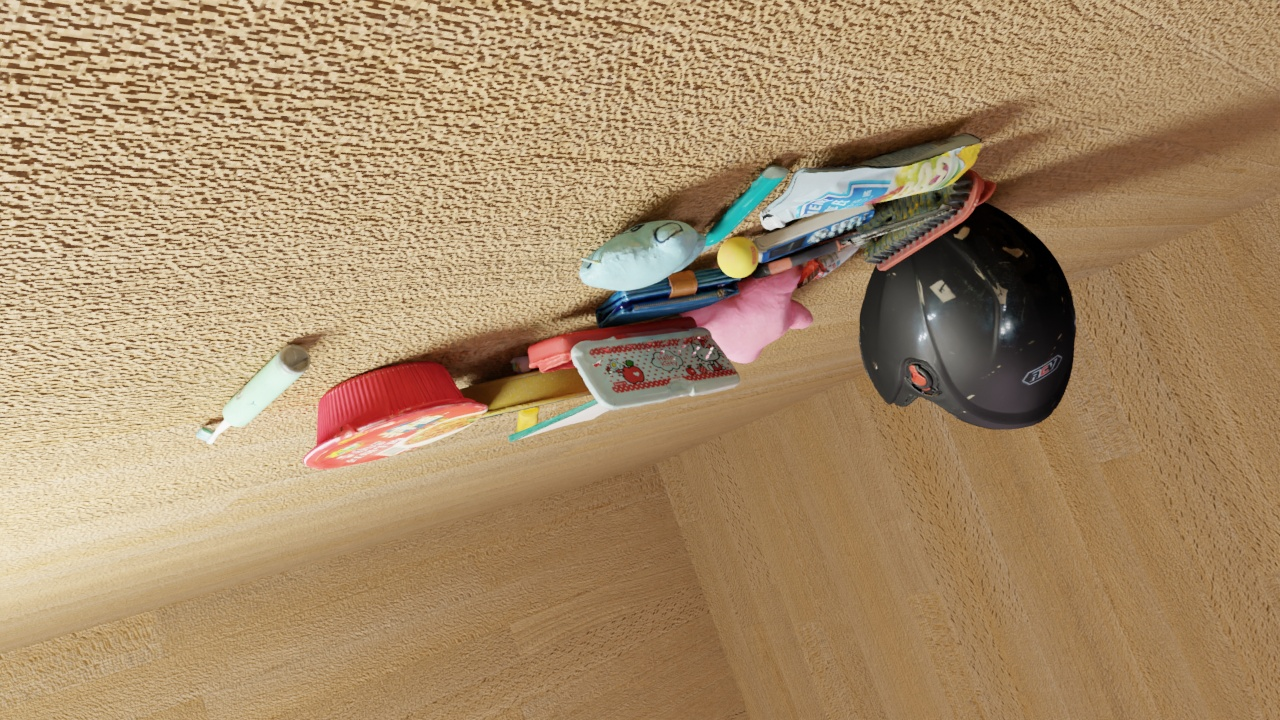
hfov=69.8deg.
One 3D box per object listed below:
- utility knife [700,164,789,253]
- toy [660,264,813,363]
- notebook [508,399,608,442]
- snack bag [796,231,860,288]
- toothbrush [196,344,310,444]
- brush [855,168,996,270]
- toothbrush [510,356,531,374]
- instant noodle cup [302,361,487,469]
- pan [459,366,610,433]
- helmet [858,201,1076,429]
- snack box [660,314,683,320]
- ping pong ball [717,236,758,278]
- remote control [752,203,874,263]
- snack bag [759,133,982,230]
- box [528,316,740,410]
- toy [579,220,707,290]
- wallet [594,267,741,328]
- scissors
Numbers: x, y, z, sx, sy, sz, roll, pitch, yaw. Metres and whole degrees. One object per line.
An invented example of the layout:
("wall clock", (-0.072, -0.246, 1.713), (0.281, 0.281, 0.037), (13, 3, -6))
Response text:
("utility knife", (0.082, -0.128, 0.803), (0.029, 0.013, 0.180), (-12, 167, -23))
("toy", (0.112, -0.041, 1.106), (0.194, 0.074, 0.179), (-18, 146, 2))
("notebook", (-0.048, 0.056, 1.133), (0.150, 0.012, 0.210), (-15, 172, -46))
("snack bag", (0.217, -0.118, 1.035), (0.104, 0.026, 0.048), (-35, 179, -29))
("toothbrush", (-0.349, 0.037, 0.817), (0.027, 0.026, 0.225), (33, 140, -26))
("brush", (0.296, -0.152, 0.954), (0.069, 0.063, 0.146), (1, 158, -33))
("toothbrush", (-0.074, -0.009, 1.122), (0.188, 0.029, 0.021), (-12, 127, -40))
("instant noodle cup", (-0.261, 0.053, 0.960), (0.194, 0.066, 0.194), (-19, 169, -4))
("pan", (-0.139, 0.060, 1.176), (0.197, 0.078, 0.358), (-11, 178, -13))
("helmet", (0.399, -0.056, 1.104), (0.233, 0.274, 0.231), (-26, 145, -14))
("snack box", (0.083, -0.028, 1.248), (0.177, 0.045, 0.183), (-15, 169, -20))
("ping pong ball", (0.096, -0.101, 0.897), (0.040, 0.040, 0.040), (-19, 170, -4))
("remote control", (0.173, -0.132, 0.928), (0.125, 0.024, 0.049), (-21, 170, 2))
("snack bag", (0.199, -0.158, 0.814), (0.190, 0.039, 0.110), (-16, 179, -17))
("box", (-0.003, -0.006, 0.966), (0.200, 0.074, 0.155), (-9, -154, -42))
("toy", (0.001, -0.086, 0.772), (0.155, 0.050, 0.162), (-21, -179, -41))
("wallet", (0.027, -0.066, 0.960), (0.133, 0.040, 0.106), (-13, 174, -20))
("scissors", (0.217, -0.126, 0.951), (0.207, 0.015, 0.192), (-21, -172, -1))
